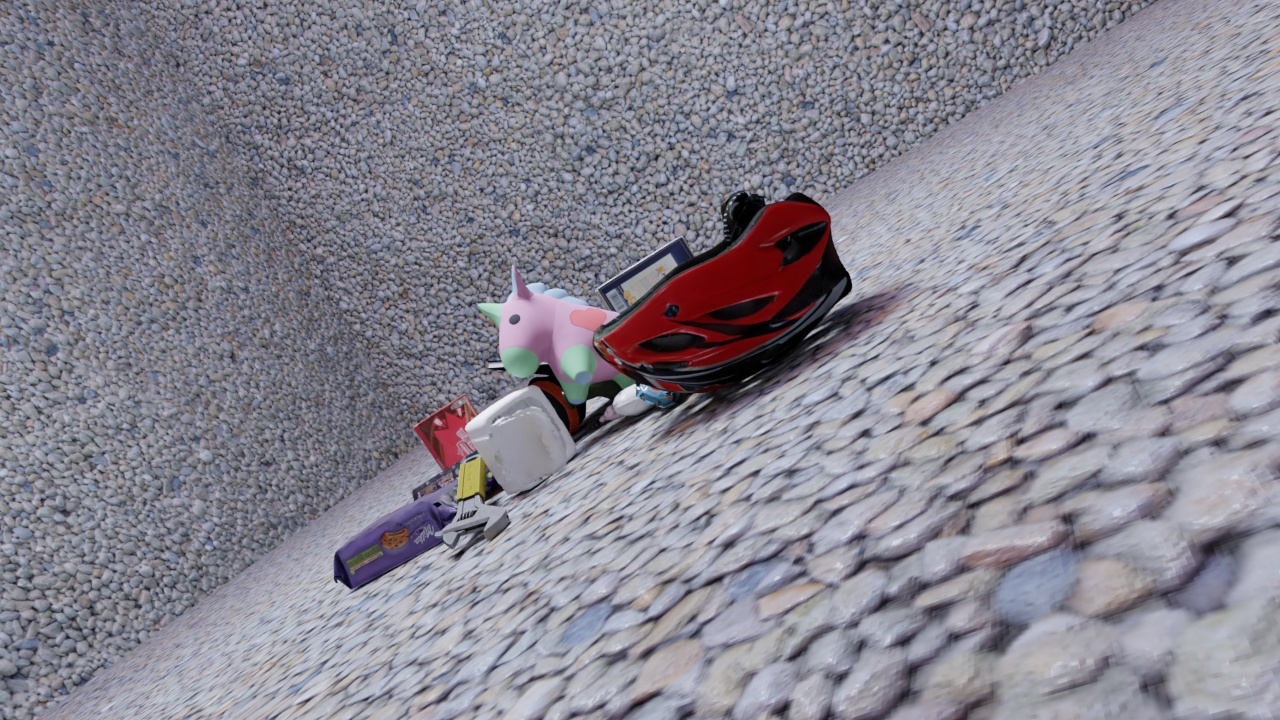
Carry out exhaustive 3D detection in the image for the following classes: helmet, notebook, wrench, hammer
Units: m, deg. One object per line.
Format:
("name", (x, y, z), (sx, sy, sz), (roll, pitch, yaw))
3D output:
("helmet", (0.080, -0.063, 0.935), (0.272, 0.167, 0.217), (-31, 6, 9))
("notebook", (-0.095, 0.013, 1.330), (0.206, 0.016, 0.149), (7, -8, -44))
("wrench", (-0.193, 0.156, 1.064), (0.083, 0.018, 0.273), (-22, 15, -3))
("hammer", (0.000, 0.044, 1.268), (0.324, 0.015, 0.095), (-36, 7, -30))

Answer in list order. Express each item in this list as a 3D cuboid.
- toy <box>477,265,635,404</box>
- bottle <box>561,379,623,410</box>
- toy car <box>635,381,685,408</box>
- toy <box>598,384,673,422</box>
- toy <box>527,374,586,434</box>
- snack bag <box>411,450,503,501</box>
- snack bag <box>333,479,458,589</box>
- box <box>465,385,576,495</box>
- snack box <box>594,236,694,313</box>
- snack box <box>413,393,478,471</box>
("toy", (-0.080, -0.033, 1.154), (0.222, 0.171, 0.120), (-9, -32, -20))
("bottle", (-0.007, 0.007, 1.224), (0.207, 0.071, 0.071), (-27, 6, 4))
("toy car", (0.037, 0.015, 1.059), (0.107, 0.060, 0.028), (-40, -35, -51))
("toy", (-0.001, 0.046, 1.107), (0.126, 0.037, 0.075), (-20, 5, 38))
("toy", (-0.134, 0.076, 1.315), (0.100, 0.097, 0.118), (-22, 14, 43))
("snack bag", (-0.239, 0.168, 1.240), (0.155, 0.074, 0.018), (-32, -37, 8))
("snack bag", (-0.295, 0.214, 1.167), (0.206, 0.058, 0.096), (-31, 5, 18))
("box", (-0.126, 0.088, 1.079), (0.102, 0.110, 0.130), (-36, 5, -35))
("snack box", (0.033, -0.078, 1.303), (0.145, 0.144, 0.042), (-32, 5, -7))
("snack box", (-0.249, 0.125, 1.303), (0.089, 0.133, 0.021), (-36, 6, -36))
